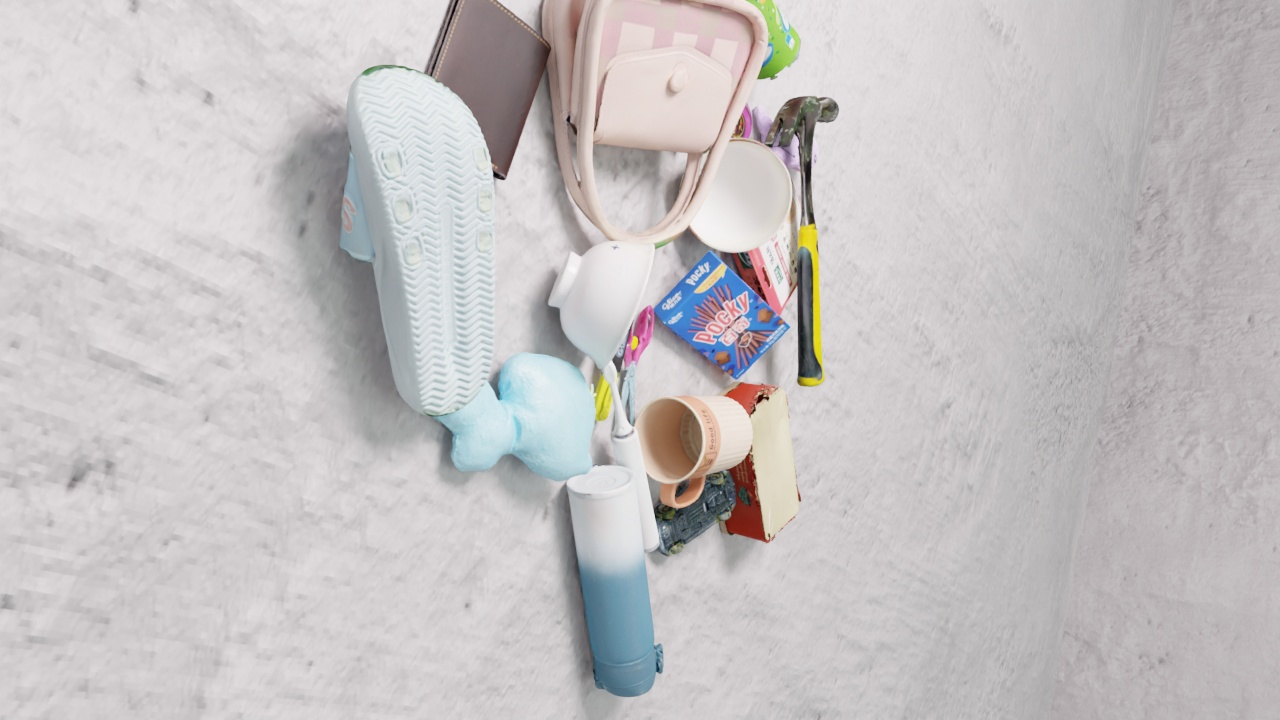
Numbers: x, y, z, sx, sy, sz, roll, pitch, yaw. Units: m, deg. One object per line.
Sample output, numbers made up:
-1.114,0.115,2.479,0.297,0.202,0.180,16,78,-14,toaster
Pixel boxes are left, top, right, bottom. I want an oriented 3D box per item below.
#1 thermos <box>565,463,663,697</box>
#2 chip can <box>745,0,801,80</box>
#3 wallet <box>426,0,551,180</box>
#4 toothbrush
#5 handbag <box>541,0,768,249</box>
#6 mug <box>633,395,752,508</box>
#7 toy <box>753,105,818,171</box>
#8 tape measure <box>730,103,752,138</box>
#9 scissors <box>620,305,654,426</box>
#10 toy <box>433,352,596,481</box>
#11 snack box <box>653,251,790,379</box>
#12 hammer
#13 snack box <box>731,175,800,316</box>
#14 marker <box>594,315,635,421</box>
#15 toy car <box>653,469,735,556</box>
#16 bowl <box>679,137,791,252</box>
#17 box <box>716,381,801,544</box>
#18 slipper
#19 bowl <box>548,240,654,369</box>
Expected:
-0.022,0.210,0.860,0.070,0.070,0.220,-25,114,-47,thermos
0.076,-0.367,0.900,0.236,0.072,0.072,29,72,-50,chip can
-0.122,-0.217,0.715,0.096,0.020,0.122,28,74,-44,wallet
-0.012,0.092,0.868,0.026,0.027,0.221,-102,-179,-60,toothbrush
0.007,-0.215,0.814,0.193,0.093,0.234,-5,110,-38,handbag
0.052,0.091,0.923,0.105,0.082,0.114,-1,102,-56,mug
0.171,-0.251,1.062,0.107,0.039,0.084,-10,82,-49,toy
0.086,-0.248,0.956,0.057,0.039,0.057,-12,104,-45,tape measure
-0.005,0.007,0.896,0.096,0.017,0.137,-34,126,-55,scissors
-0.095,0.043,0.760,0.155,0.050,0.161,-36,114,-34,toy
0.088,-0.043,0.962,0.084,0.026,0.157,-45,138,9,snack box
0.185,-0.129,1.029,0.125,0.032,0.323,-19,110,-50,hammer
0.144,-0.126,1.040,0.126,0.044,0.113,-56,134,-32,snack box
-0.022,-0.002,0.846,0.018,0.015,0.124,6,105,-43,marker
0.054,0.159,0.974,0.120,0.037,0.054,-31,119,-34,toy car
0.093,-0.172,0.940,0.062,0.113,0.113,-101,-178,-72,bowl
0.134,0.114,1.032,0.091,0.079,0.168,-32,120,-44,box
-0.157,-0.080,0.645,0.103,0.074,0.246,-26,120,-48,slipper
-0.041,-0.058,0.789,0.064,0.118,0.118,21,75,-11,bowl
